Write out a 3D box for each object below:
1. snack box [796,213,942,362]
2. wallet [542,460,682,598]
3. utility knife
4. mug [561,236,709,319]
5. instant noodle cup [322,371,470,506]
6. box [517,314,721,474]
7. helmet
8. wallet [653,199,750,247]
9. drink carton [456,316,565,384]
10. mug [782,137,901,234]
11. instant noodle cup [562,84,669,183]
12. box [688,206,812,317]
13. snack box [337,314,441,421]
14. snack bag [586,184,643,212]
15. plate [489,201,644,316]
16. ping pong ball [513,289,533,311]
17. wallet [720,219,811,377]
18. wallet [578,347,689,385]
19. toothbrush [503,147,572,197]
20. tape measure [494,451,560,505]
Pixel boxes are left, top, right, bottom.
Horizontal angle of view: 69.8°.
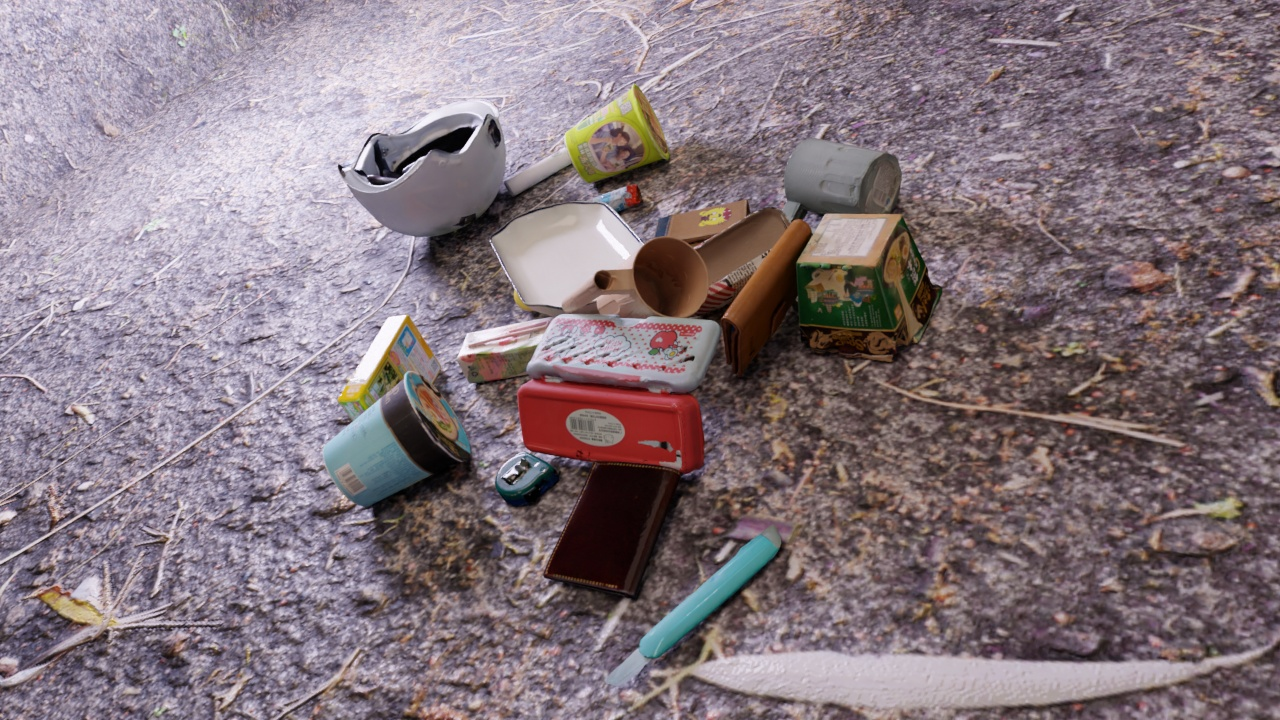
[{"bbox_3d":[0.211,-0.079,0.875,0.118,0.106,0.117,7,48,33],"label":"snack box"},{"bbox_3d":[-0.025,0.144,0.805,0.096,0.020,0.122,2,52,34],"label":"wallet"},{"bbox_3d":[0.045,0.193,0.723,0.184,0.013,0.029,-37,36,-16],"label":"utility knife"},{"bbox_3d":[-0.008,-0.069,0.930,0.124,0.084,0.104,-6,-9,-25],"label":"mug"},{"bbox_3d":[-0.257,0.088,0.950,0.120,0.111,0.111,-33,37,5],"label":"instant noodle cup"},{"bbox_3d":[-0.025,0.025,0.871,0.201,0.069,0.157,4,83,33],"label":"box"},{"bbox_3d":[-0.296,-0.271,1.352,0.229,0.146,0.257,-4,34,23],"label":"helmet"},{"bbox_3d":[0.076,-0.153,1.101,0.115,0.033,0.090,-10,39,14],"label":"wallet"},{"bbox_3d":[-0.144,-0.013,1.045,0.123,0.045,0.053,-10,39,18],"label":"drink carton"},{"bbox_3d":[0.218,-0.183,1.028,0.103,0.083,0.124,24,85,43],"label":"mug"},{"bbox_3d":[-0.038,-0.310,1.292,0.124,0.112,0.111,-22,37,16],"label":"instant noodle cup"},{"bbox_3d":[0.106,-0.107,0.990,0.162,0.075,0.086,-29,7,-8],"label":"box"},{"bbox_3d":[-0.281,0.025,1.042,0.034,0.087,0.140,-7,42,21],"label":"snack box"},{"bbox_3d":[-0.046,-0.209,1.236,0.105,0.026,0.045,-18,47,10],"label":"snack bag"},{"bbox_3d":[-0.083,-0.120,1.094,0.162,0.034,0.265,-20,36,-12],"label":"plate"},{"bbox_3d":[-0.135,-0.081,1.123,0.040,0.040,0.040,-15,39,13],"label":"ping pong ball"},{"bbox_3d":[0.123,-0.057,0.896,0.035,0.119,0.130,28,69,24],"label":"wallet"},{"bbox_3d":[-0.006,0.006,0.970,0.101,0.020,0.115,12,48,37],"label":"wallet"},{"bbox_3d":[-0.106,-0.313,1.391,0.221,0.026,0.026,-32,48,-8],"label":"toothbrush"},{"bbox_3d":[-0.115,0.115,0.896,0.058,0.025,0.054,20,55,44],"label":"tape measure"}]
